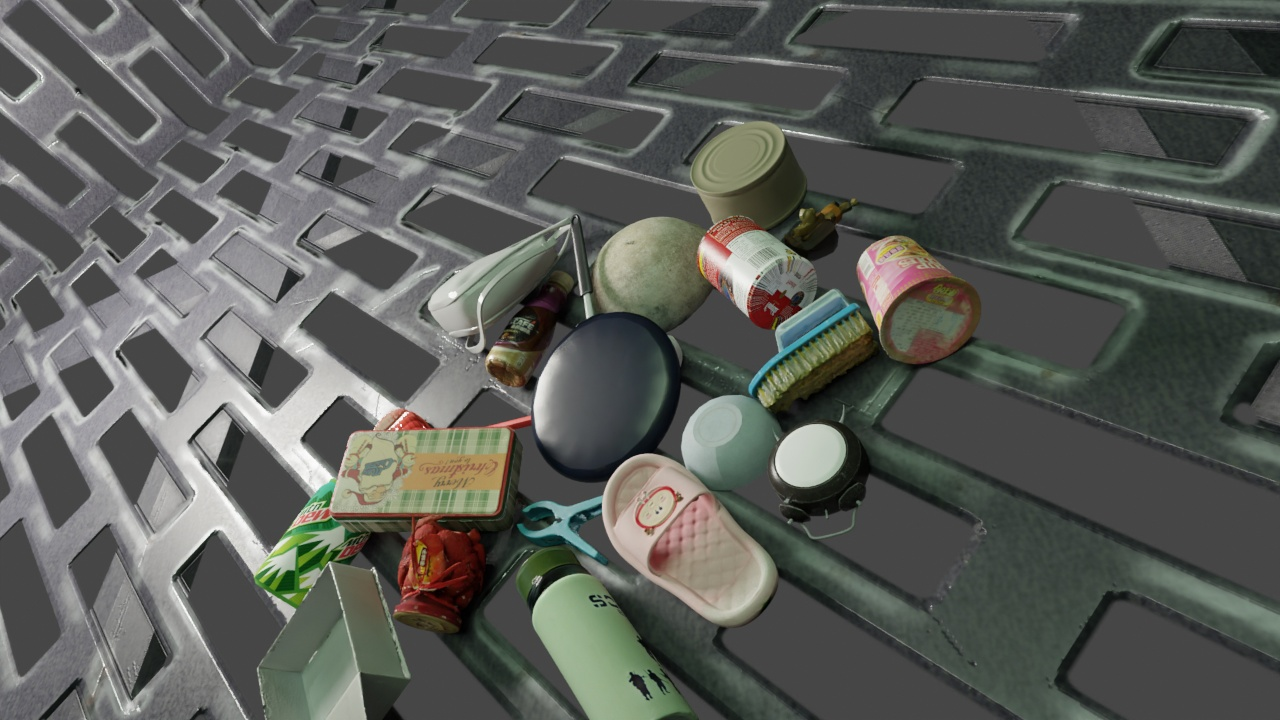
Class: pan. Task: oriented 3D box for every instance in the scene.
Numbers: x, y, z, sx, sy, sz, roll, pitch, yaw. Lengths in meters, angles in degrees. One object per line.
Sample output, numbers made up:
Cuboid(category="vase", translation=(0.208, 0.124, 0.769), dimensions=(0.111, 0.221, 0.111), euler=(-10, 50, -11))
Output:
Cuboid(category="pan", translation=(-0.057, -0.030, 1.059), dimensions=(0.199, 0.021, 0.355), euler=(-25, 57, 25))

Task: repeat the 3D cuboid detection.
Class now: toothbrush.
Cuboid(category="toothbrush", translation=(-0.120, 0.073, 1.088), dimensions=(0.213, 0.012, 0.017), euler=(-15, 47, 24))

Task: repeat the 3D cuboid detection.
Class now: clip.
Cuboid(category="clip", translation=(-0.079, 0.180, 0.957), dimensions=(0.120, 0.027, 0.102), euler=(-1, 51, 34))

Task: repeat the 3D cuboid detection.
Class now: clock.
Cuboid(category="clock", translation=(0.163, 0.100, 0.844), dimensions=(0.091, 0.044, 0.122), euler=(-20, 45, 20))

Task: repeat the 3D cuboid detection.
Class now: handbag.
Cuboid(category="handbag", translation=(-0.162, -0.116, 1.213), dimensions=(0.222, 0.095, 0.216), euler=(-42, 16, -21))

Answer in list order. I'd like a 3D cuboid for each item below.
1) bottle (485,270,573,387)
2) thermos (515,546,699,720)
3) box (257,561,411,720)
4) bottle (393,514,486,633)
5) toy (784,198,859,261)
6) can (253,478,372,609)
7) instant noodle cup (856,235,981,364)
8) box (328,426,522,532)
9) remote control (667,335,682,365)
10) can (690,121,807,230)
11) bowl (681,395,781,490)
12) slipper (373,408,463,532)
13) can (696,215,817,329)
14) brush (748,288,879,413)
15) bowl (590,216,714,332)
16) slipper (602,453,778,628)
Cuboid(category="bottle", translation=(-0.134, -0.045, 1.169), dimensions=(0.060, 0.059, 0.165), euler=(4, 53, 37))
Cuboid(category="thermos", translation=(-0.040, 0.261, 0.822), dimensions=(0.082, 0.082, 0.231), euler=(-42, 42, -5))
Cuboid(category="box", translation=(-0.291, 0.362, 0.850), dimensions=(0.166, 0.098, 0.368), euler=(-55, 33, 12))
Cuboid(category="bottle", translation=(-0.211, 0.220, 0.960), dimensions=(0.099, 0.099, 0.111), euler=(-8, 54, 29))
Cuboid(category="toy", translation=(0.205, -0.152, 1.029), dimensions=(0.100, 0.062, 0.076), euler=(-42, 22, -13))
Cuboid(category="can", translation=(-0.378, 0.219, 1.085), dimensions=(0.083, 0.083, 0.143), euler=(12, 61, 41))
Cuboid(category="instant noodle cup", translation=(0.262, -0.067, 0.894), dimensions=(0.098, 0.098, 0.108), euler=(-28, 35, 11))
Cuboid(category="box", translation=(-0.241, 0.134, 1.039), dimensions=(0.206, 0.051, 0.117), euler=(-1, 59, 10))
Cuboid(category="remote control", translation=(-0.006, 0.006, 1.056), dimensions=(0.114, 0.028, 0.060), euler=(-17, 45, 23))
Cuboid(category="can", translation=(0.133, -0.225, 1.131), dimensions=(0.128, 0.073, 0.127), euler=(-19, 45, 20))
Cuboid(category="bowl", translation=(0.085, 0.075, 0.923), dimensions=(0.106, 0.039, 0.106), euler=(-19, 45, 20))
Cuboid(category="slipper", translation=(-0.284, 0.132, 1.115), dimensions=(0.103, 0.059, 0.249), euler=(-42, 43, -4))
Cuboid(category="can", translation=(0.127, -0.098, 1.012), dimensions=(0.086, 0.086, 0.116), euler=(-39, 41, -1))
Cuboid(category="brush", translation=(0.165, -0.008, 0.925), dimensions=(0.136, 0.055, 0.075), euler=(-35, 51, 1))
Cuboid(category="bowl", translation=(0.004, -0.118, 1.122), dimensions=(0.179, 0.081, 0.178), euler=(-21, 44, 21))
Cuboid(category="slipper", translation=(0.038, 0.165, 0.863), dimensions=(0.106, 0.056, 0.221), euler=(-45, 46, -7))
